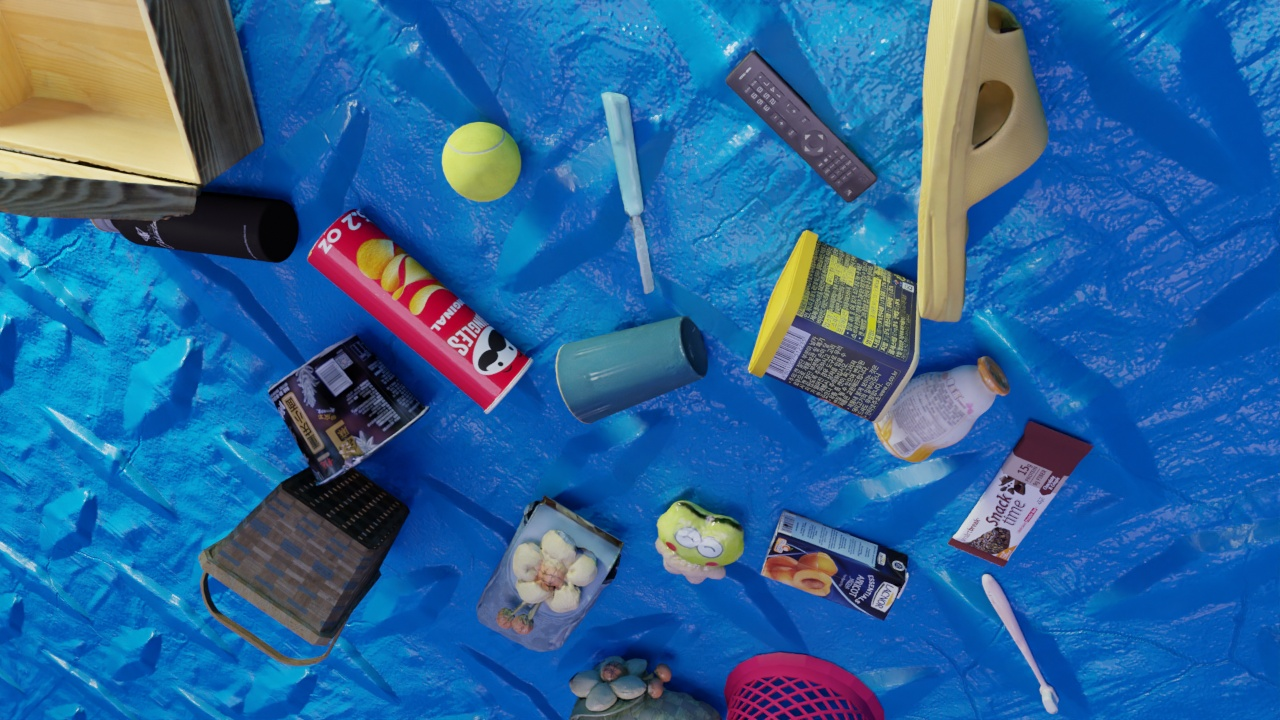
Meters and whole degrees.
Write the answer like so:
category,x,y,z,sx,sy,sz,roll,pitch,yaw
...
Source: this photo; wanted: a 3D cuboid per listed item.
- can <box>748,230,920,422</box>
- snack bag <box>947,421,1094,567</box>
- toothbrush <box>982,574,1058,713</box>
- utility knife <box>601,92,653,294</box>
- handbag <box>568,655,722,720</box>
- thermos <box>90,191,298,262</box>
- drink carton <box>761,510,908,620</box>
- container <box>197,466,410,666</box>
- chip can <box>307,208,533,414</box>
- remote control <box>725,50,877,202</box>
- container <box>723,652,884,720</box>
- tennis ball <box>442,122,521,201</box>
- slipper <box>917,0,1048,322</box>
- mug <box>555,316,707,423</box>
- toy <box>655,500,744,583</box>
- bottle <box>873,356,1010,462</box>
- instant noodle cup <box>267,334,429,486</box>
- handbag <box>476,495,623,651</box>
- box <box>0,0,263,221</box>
category,x,y,z,sx,sy,sz,roll,pitch,yaw
can,0.154,-0.027,0.710,0.104,0.134,0.075,24,127,1
snack bag,0.332,0.122,0.813,0.057,0.013,0.158,23,127,7
toothbrush,0.371,0.277,0.896,0.016,0.018,0.181,-21,111,30
utility knife,-0.007,-0.135,0.773,0.022,0.015,0.180,1,120,21
handbag,0.006,0.405,1.070,0.186,0.113,0.117,11,111,10
thermos,-0.457,-0.140,0.913,0.231,0.061,0.061,8,124,16
drink carton,0.191,0.202,0.902,0.130,0.040,0.064,19,127,8
container,-0.364,0.223,0.981,0.157,0.250,0.186,37,90,-5
chip can,-0.208,-0.046,0.874,0.220,0.069,0.069,41,126,-8
remote control,0.124,-0.177,0.697,0.136,0.015,0.032,42,126,-11
container,0.153,0.460,0.967,0.183,0.225,0.183,10,124,15
tennis ball,-0.133,-0.166,0.770,0.065,0.065,0.065,10,124,15
slipper,0.232,-0.147,0.621,0.078,0.099,0.264,3,120,13
mug,-0.005,0.005,0.831,0.122,0.078,0.078,-18,114,23
toy,0.057,0.191,0.944,0.092,0.046,0.115,20,134,4
bottle,0.249,0.038,0.759,0.063,0.063,0.109,45,126,-10
instant noodle cup,-0.304,0.044,0.941,0.138,0.137,0.112,-27,100,32
handbag,-0.107,0.244,0.995,0.122,0.118,0.192,32,121,-2
box,-0.527,-0.208,0.737,0.279,0.314,0.283,12,133,12
